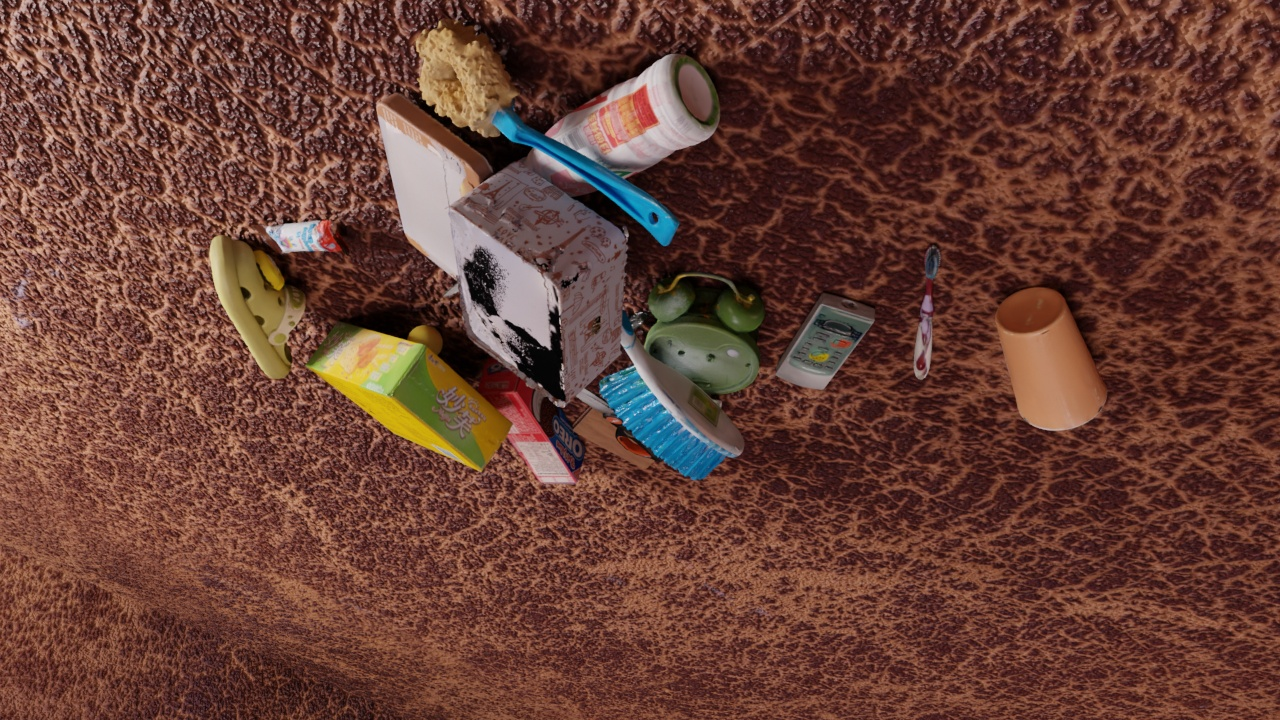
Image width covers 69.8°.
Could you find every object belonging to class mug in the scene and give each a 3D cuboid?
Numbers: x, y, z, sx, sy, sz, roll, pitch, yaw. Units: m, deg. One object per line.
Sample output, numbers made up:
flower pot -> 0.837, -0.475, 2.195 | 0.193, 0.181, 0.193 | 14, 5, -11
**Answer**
mug -> 0.365, -0.004, 0.827 | 0.078, 0.078, 0.123 | -11, 132, 32

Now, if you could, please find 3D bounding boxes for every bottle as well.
bottle -> -0.031, -0.174, 0.737 | 0.197, 0.068, 0.068 | -18, 134, 39

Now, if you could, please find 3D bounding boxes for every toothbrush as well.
toothbrush -> -0.052, -0.015, 1.011 | 0.014, 0.016, 0.190 | 40, 139, -20
toothbrush -> 0.268, -0.038, 0.860 | 0.016, 0.017, 0.188 | 4, 143, 16

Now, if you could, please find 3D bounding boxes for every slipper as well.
slipper -> -0.421, -0.064, 1.035 | 0.081, 0.091, 0.191 | -22, 136, -16

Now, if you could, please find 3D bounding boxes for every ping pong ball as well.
ping pong ball -> -0.247, -0.020, 1.052 | 0.040, 0.040, 0.040 | 10, 145, 7

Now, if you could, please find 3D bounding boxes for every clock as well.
clock -> 0.064, -0.031, 0.911 | 0.116, 0.056, 0.161 | 8, 145, 9

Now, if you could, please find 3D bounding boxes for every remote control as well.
remote control -> 0.183, -0.016, 0.920 | 0.056, 0.019, 0.135 | 17, 145, -4

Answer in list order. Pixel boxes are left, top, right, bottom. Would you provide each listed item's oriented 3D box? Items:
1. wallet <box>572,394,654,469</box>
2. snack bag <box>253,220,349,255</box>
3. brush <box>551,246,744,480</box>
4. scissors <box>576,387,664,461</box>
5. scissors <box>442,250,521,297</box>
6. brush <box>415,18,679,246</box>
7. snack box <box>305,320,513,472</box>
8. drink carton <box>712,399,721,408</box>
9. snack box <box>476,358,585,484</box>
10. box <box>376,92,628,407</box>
wallet -> -0.017, 0.087, 1.138 | 0.115, 0.020, 0.101 | 27, 142, -12
snack bag -> -0.349, -0.128, 0.954 | 0.105, 0.026, 0.045 | 1, 146, 22
brush -> -0.005, 0.005, 0.898 | 0.314, 0.060, 0.110 | 42, 135, -23
scissors -> -0.033, 0.070, 1.032 | 0.234, 0.021, 0.149 | 26, 156, -27
scissors -> -0.158, -0.099, 0.935 | 0.163, 0.012, 0.174 | -6, 141, 26
brush -> -0.074, -0.171, 0.705 | 0.254, 0.045, 0.083 | 37, 134, 9
snack box -> -0.267, 0.038, 1.055 | 0.210, 0.070, 0.157 | 13, 154, 46
drink carton -> 0.030, 0.058, 1.055 | 0.122, 0.045, 0.053 | 12, 158, 8
snack box -> -0.132, 0.079, 1.134 | 0.058, 0.057, 0.208 | -3, 141, 20
box -> -0.133, -0.098, 0.795 | 0.260, 0.082, 0.177 | 38, 151, 21
